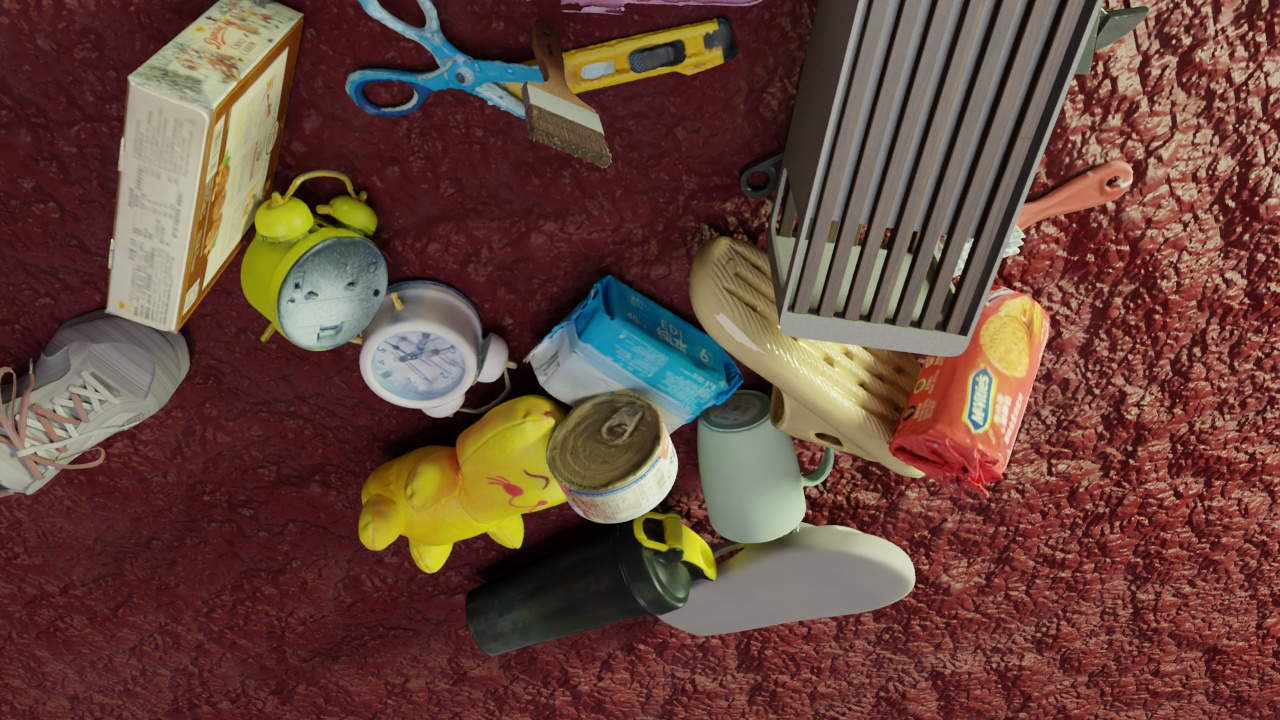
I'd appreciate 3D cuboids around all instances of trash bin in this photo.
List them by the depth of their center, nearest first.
[{"bbox_3d":[0.155,-0.134,0.536,0.114,0.114,0.229,7,124,-2],"label":"trash bin"}]

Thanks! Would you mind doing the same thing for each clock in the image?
[{"bbox_3d":[-0.210,-0.065,0.596,0.083,0.057,0.119,-16,130,-52],"label":"clock"},{"bbox_3d":[-0.150,-0.002,0.675,0.089,0.051,0.125,-38,126,21],"label":"clock"}]

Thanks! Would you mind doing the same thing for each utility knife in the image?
[{"bbox_3d":[-0.019,-0.181,0.565,0.159,0.017,0.030,-10,120,6],"label":"utility knife"}]

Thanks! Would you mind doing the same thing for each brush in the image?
[{"bbox_3d":[-0.048,-0.153,0.501,0.045,0.143,0.008,16,127,-28],"label":"brush"},{"bbox_3d":[0.267,-0.095,0.653,0.172,0.030,0.041,-21,128,11],"label":"brush"}]

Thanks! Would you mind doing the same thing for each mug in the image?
[{"bbox_3d":[0.101,0.078,0.745,0.111,0.084,0.104,-14,118,-1],"label":"mug"}]

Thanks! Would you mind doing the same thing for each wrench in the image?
[{"bbox_3d":[0.188,-0.173,0.590,0.274,0.018,0.073,-24,127,16],"label":"wrench"}]

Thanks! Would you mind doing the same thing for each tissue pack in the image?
[{"bbox_3d":[-0.004,0.004,0.686,0.144,0.061,0.093,31,125,-24],"label":"tissue pack"}]

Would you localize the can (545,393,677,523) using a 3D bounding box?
[{"bbox_3d":[-0.019,0.068,0.643,0.086,0.086,0.043,-16,132,7],"label":"can"}]

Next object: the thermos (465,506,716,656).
[{"bbox_3d":[-0.049,0.200,0.824,0.221,0.098,0.098,-23,128,19],"label":"thermos"}]

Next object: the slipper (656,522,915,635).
[{"bbox_3d":[0.123,0.189,0.850,0.267,0.080,0.113,-28,122,38],"label":"slipper"}]

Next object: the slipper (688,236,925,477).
[{"bbox_3d":[0.122,0.002,0.682,0.261,0.111,0.079,33,144,-27],"label":"slipper"}]

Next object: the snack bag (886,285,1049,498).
[{"bbox_3d":[0.236,0.019,0.659,0.082,0.176,0.082,24,150,14],"label":"snack bag"}]

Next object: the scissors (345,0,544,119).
[{"bbox_3d":[-0.117,-0.168,0.556,0.140,0.013,0.118,26,135,-28],"label":"scissors"}]

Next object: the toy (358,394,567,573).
[{"bbox_3d":[-0.123,0.093,0.731,0.194,0.087,0.134,-28,144,17],"label":"toy"}]

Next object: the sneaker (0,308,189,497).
[{"bbox_3d":[-0.430,0.047,0.660,0.236,0.089,0.099,-27,127,16],"label":"sneaker"}]

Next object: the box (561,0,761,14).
[{"bbox_3d":[-0.025,-0.243,0.456,0.201,0.037,0.153,3,151,-1],"label":"box"}]

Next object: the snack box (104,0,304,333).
[{"bbox_3d":[-0.240,-0.114,0.512,0.041,0.146,0.143,19,126,-13],"label":"snack box"}]
